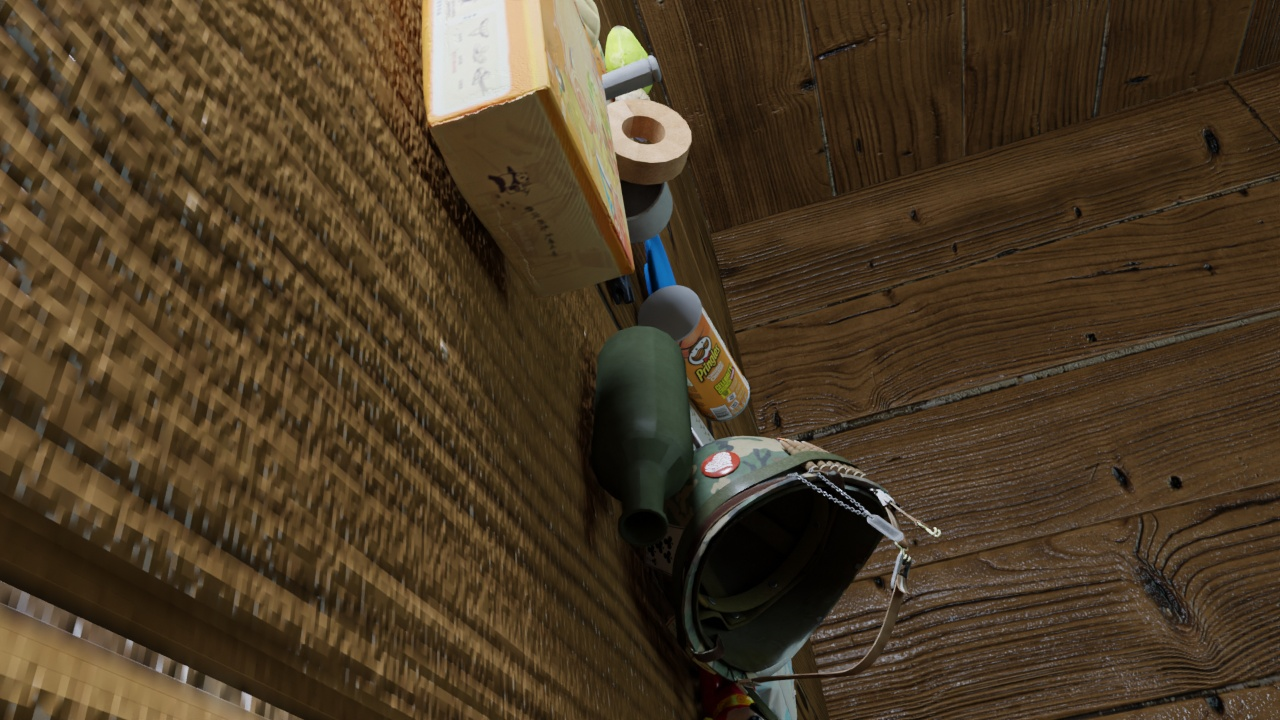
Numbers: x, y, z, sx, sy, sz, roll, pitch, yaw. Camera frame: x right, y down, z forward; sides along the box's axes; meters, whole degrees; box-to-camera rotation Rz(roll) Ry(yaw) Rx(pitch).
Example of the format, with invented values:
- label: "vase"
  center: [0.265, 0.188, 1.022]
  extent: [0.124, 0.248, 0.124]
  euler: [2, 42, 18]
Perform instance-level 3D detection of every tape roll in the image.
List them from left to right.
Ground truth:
- label: "tape roll"
  center: [0.001, -0.212, 0.887]
  extent: [0.027, 0.094, 0.093]
  euler: [105, -19, -51]

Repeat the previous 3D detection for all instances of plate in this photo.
- label: "plate"
  center: [0.033, -0.076, 1.242]
  extent: [0.224, 0.024, 0.224]
  euler: [-15, 89, -81]
- label: "plate"
  center: [0.070, 0.095, 1.030]
  extent: [0.242, 0.016, 0.242]
  euler: [56, 4, -7]

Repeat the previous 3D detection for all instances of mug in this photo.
- label: "mug"
  center: [-0.021, -0.178, 0.937]
  extent: [0.113, 0.084, 0.070]
  euler: [43, -3, 17]

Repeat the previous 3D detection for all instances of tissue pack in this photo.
- label: "tissue pack"
  center: [0.115, 0.309, 0.922]
  extent: [0.181, 0.070, 0.112]
  euler: [-85, 158, -65]

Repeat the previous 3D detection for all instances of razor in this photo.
- label: "razor"
  center: [-0.041, -0.198, 0.684]
  extent: [0.047, 0.116, 0.088]
  euler: [-103, 172, -48]

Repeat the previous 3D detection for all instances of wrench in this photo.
- label: "wrench"
  center: [-0.043, -0.126, 0.856]
  extent: [0.273, 0.022, 0.073]
  euler: [61, 15, -58]

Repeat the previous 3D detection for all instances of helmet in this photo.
- label: "helmet"
  center: [0.108, 0.159, 0.709]
  extent: [0.236, 0.193, 0.224]
  euler: [37, 5, 29]

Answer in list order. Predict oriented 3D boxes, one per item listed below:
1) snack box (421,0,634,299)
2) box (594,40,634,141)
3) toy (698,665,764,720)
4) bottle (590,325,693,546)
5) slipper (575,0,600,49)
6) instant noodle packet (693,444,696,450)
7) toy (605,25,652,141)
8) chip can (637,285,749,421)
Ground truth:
- label: "snack box"
  center: [-0.071, -0.154, 0.536]
  extent: [0.145, 0.081, 0.195]
  euler: [62, 15, -54]
- label: "box"
  center: [-0.038, -0.245, 1.017]
  extent: [0.117, 0.050, 0.206]
  euler: [-93, 164, -58]
- label: "toy"
  center: [0.075, 0.285, 0.773]
  extent: [0.137, 0.067, 0.106]
  euler: [-115, -174, -59]
- label: "bottle"
  center: [0.001, 0.052, 0.655]
  extent: [0.206, 0.071, 0.071]
  euler: [-91, 162, -60]
- label: "slipper"
  center: [-0.068, -0.259, 0.762]
  extent: [0.262, 0.079, 0.111]
  euler: [63, 17, -53]
- label: "instant noodle packet"
  center: [0.026, 0.087, 0.856]
  extent: [0.135, 0.040, 0.099]
  euler: [-85, 161, -57]
- label: "toy"
  center: [-0.010, -0.294, 0.983]
  extent: [0.092, 0.046, 0.115]
  euler: [-9, 90, -79]
- label: "chip can"
  center: [0.069, -0.003, 1.107]
  extent: [0.215, 0.075, 0.075]
  euler: [52, 23, -55]
